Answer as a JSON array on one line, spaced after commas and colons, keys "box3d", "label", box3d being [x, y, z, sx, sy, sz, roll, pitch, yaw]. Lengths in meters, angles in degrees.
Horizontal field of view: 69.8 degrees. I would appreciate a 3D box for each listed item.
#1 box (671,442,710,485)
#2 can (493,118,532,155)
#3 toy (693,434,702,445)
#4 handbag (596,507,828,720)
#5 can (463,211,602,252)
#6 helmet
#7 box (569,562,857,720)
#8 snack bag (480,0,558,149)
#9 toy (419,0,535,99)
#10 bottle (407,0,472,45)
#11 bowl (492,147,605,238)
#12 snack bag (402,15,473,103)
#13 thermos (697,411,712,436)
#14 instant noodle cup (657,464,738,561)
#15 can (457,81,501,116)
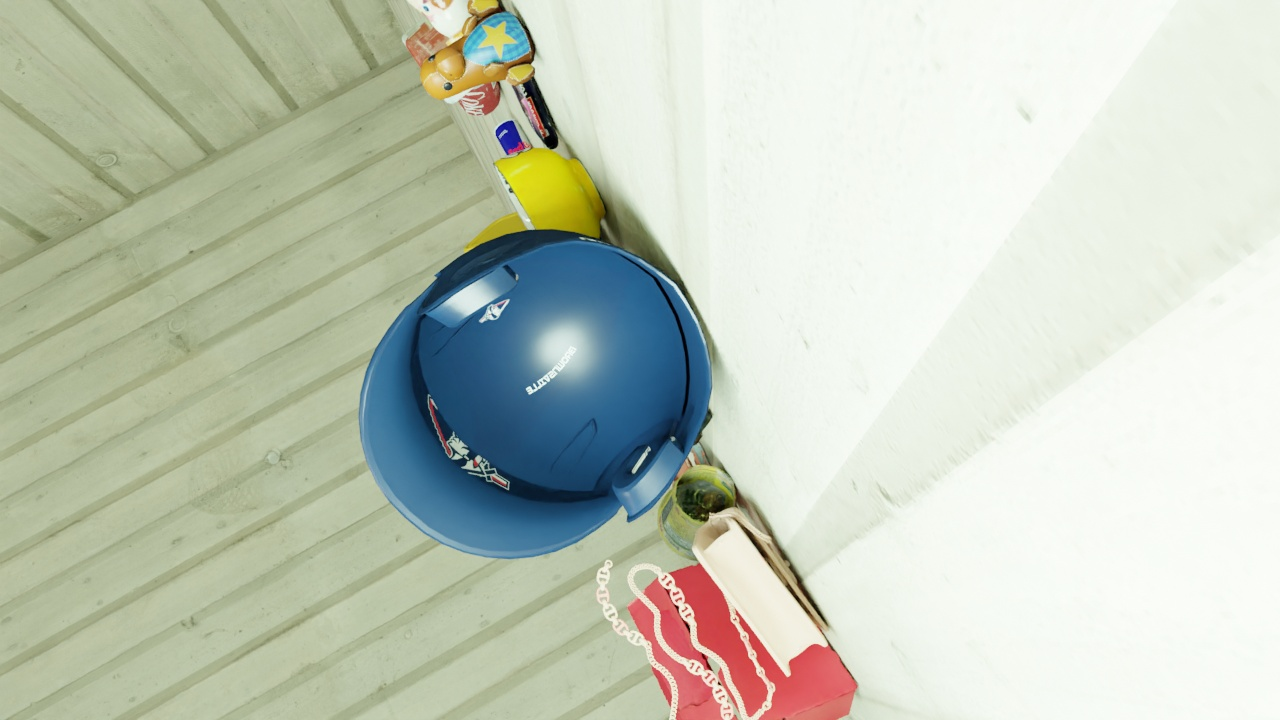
[{"box3d": [0.075, 0.168, 1.192, 0.079, 0.054, 0.187, 9, 139, 41], "label": "box"}, {"box3d": [-0.144, -0.250, 1.125, 0.095, 0.032, 0.032, 60, 176, 11], "label": "can"}, {"box3d": [0.032, 0.074, 1.041, 0.076, 0.062, 0.100, 23, -176, 11], "label": "toy"}, {"box3d": [0.065, 0.248, 0.916, 0.198, 0.187, 0.116, 53, 180, 4], "label": "handbag"}, {"box3d": [-0.099, -0.101, 0.959, 0.135, 0.075, 0.104, -9, 121, 40], "label": "can"}, {"box3d": [-0.087, 0.025, 0.724, 0.232, 0.272, 0.223, 46, 172, -13], "label": "helmet"}, {"box3d": [0.009, 0.373, 0.983, 0.211, 0.409, 0.107, 55, 176, 47], "label": "box"}, {"box3d": [-0.112, -0.264, 0.806, 0.074, 0.018, 0.155, 57, 172, 49], "label": "snack bag"}, {"box3d": [-0.127, -0.227, 0.711, 0.070, 0.090, 0.103, 61, 171, -4], "label": "toy"}, {"box3d": [-0.181, -0.334, 0.813, 0.109, 0.063, 0.063, 63, 175, -14], "label": "bottle"}, {"box3d": [-0.073, -0.139, 0.818, 0.117, 0.067, 0.117, 60, 176, 7], "label": "bowl"}, {"box3d": [-0.202, -0.333, 0.975, 0.041, 0.077, 0.225, 50, -177, -37], "label": "snack bag"}, {"box3d": [-0.036, 0.007, 0.877, 0.221, 0.098, 0.098, 42, 174, 3], "label": "thermos"}, {"box3d": [0.070, 0.167, 1.046, 0.102, 0.102, 0.108, 59, 167, 21], "label": "instant noodle cup"}, {"box3d": [-0.195, -0.326, 1.078, 0.054, 0.054, 0.096, 60, 175, 6], "label": "can"}]
